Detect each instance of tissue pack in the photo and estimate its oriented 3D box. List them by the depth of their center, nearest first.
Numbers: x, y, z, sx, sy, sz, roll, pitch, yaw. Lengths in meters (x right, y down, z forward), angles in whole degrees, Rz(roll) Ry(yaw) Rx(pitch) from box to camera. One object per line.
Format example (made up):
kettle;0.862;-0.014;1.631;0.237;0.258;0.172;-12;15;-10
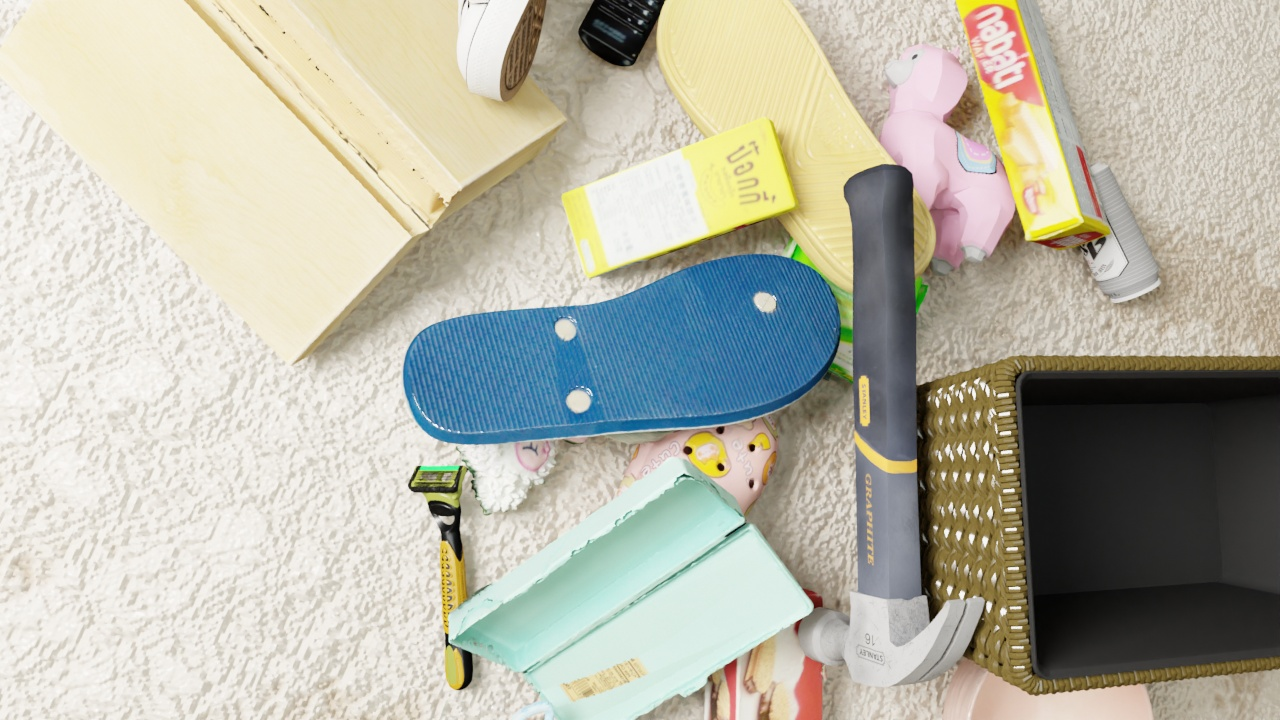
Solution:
tissue pack;0.145;-0.038;0.670;0.114;0.034;0.099;26;78;-13

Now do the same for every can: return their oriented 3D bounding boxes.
can;0.370;-0.102;0.728;0.044;0.044;0.106;-28;92;-16

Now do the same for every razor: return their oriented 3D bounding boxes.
razor;-0.122;0.139;0.586;0.021;0.044;0.144;-4;90;-56

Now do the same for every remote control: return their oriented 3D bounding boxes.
remote control;0.002;-0.276;0.661;0.045;0.021;0.140;28;74;-12

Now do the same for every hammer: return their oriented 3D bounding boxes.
hammer;0.145;0.038;0.561;0.035;0.139;0.312;2;85;-24

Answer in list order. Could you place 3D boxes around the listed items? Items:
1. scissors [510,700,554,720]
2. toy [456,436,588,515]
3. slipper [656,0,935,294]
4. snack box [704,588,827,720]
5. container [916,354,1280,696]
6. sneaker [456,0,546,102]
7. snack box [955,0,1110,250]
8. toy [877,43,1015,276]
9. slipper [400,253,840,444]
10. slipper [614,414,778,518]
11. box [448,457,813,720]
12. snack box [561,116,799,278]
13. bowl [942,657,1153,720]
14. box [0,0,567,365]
scissors;-0.058;0.270;0.579;0.125;0.013;0.127;2;102;-12
toy;-0.078;0.037;0.602;0.108;0.041;0.095;-35;93;-21
slipper;0.103;-0.154;0.642;0.099;0.078;0.263;-36;83;-1
snack box;0.083;0.291;0.609;0.076;0.044;0.272;5;84;-30
container;0.320;0.094;0.612;0.320;0.205;0.176;0;85;-15
sneaker;-0.101;-0.275;0.576;0.097;0.091;0.245;8;65;-9
snack box;0.291;-0.184;0.682;0.092;0.042;0.200;-3;77;-52
toy;0.224;-0.153;0.684;0.123;0.067;0.157;22;75;-14
slipper;-0.004;0.003;0.594;0.294;0.060;0.118;-10;63;-17
slipper;0.027;0.105;0.601;0.093;0.082;0.197;33;80;-9
box;-0.007;0.150;0.560;0.187;0.055;0.138;-35;115;16
snack box;0.025;-0.105;0.607;0.149;0.025;0.061;-17;91;19
bowl;0.276;0.258;0.654;0.153;0.076;0.153;2;83;-15
box;-0.211;-0.168;0.557;0.252;0.119;0.247;-44;95;-8
